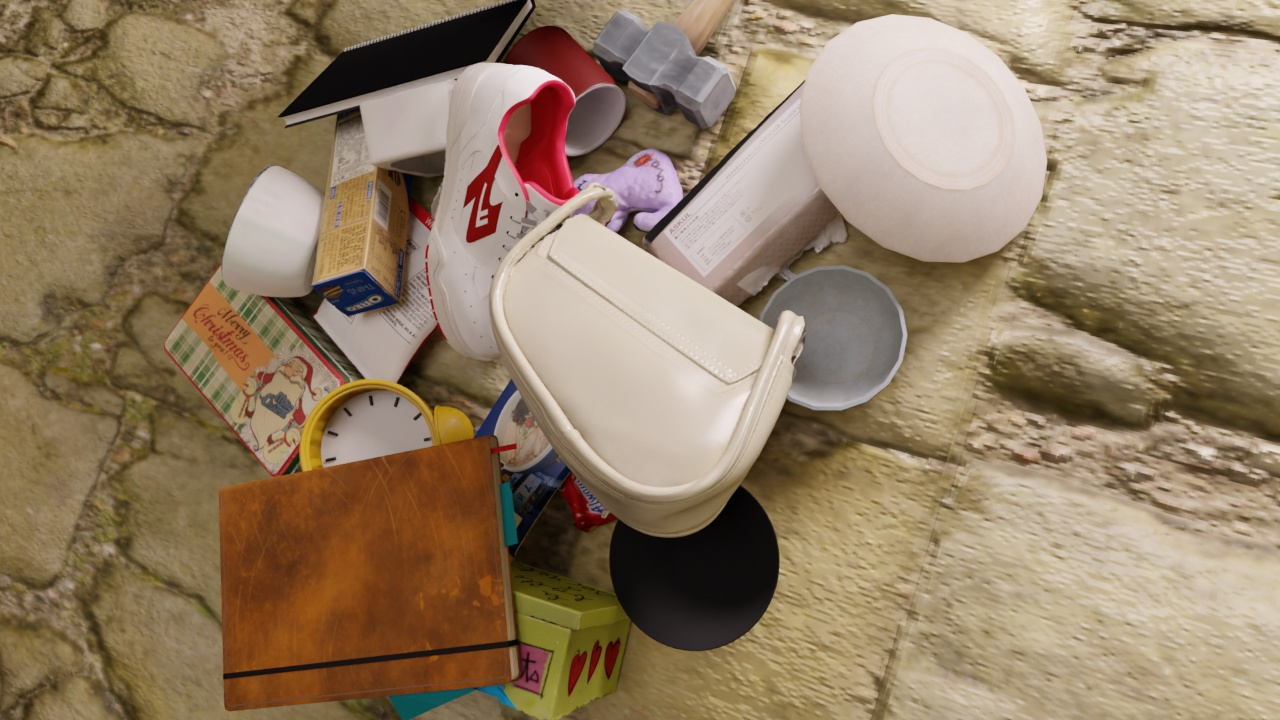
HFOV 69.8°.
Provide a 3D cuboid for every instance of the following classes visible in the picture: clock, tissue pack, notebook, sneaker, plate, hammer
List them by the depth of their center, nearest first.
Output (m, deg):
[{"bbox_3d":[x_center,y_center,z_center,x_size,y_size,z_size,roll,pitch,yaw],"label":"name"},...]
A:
[{"bbox_3d":[0.203,-0.160,0.633,0.188,0.027,0.188,3,76,-12],"label":"plate"},{"bbox_3d":[-0.189,0.158,0.639,0.250,0.014,0.178,-12,76,18],"label":"notebook"},{"bbox_3d":[0.100,-0.114,0.700,0.181,0.071,0.104,-43,53,6],"label":"tissue pack"},{"bbox_3d":[-0.096,-0.109,0.717,0.104,0.090,0.237,17,102,40],"label":"sneaker"},{"bbox_3d":[0.098,-0.345,0.755,0.117,0.051,0.323,37,90,23],"label":"hammer"},{"bbox_3d":[-0.205,0.078,0.759,0.152,0.052,0.113,18,85,0],"label":"clock"},{"bbox_3d":[-0.205,-0.269,0.821,0.207,0.016,0.148,-9,38,19],"label":"notebook"}]

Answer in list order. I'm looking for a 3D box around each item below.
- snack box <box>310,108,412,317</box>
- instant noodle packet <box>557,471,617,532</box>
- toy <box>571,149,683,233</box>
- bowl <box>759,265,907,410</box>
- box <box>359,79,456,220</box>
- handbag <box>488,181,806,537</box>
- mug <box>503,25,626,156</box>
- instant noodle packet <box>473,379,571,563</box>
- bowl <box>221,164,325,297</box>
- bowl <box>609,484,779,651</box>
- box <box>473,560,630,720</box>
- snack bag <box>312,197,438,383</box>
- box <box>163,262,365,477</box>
[{"bbox_3d":[-0.238,-0.140,0.804,0.056,0.057,0.206,-14,58,17],"label":"snack box"},{"bbox_3d":[-0.013,0.064,0.712,0.136,0.039,0.098,-30,74,14],"label":"instant noodle packet"},{"bbox_3d":[-0.014,-0.129,0.753,0.100,0.036,0.080,-25,67,13],"label":"toy"},{"bbox_3d":[0.141,-0.013,0.669,0.106,0.039,0.106,-4,77,20],"label":"bowl"},{"bbox_3d":[-0.164,-0.160,0.787,0.103,0.109,0.130,-6,95,17],"label":"box"},{"bbox_3d":[-0.004,0.004,0.646,0.229,0.132,0.183,37,71,19],"label":"handbag"},{"bbox_3d":[-0.076,-0.216,0.779,0.106,0.073,0.082,-47,67,18],"label":"mug"},{"bbox_3d":[-0.094,0.077,0.710,0.087,0.026,0.134,38,99,19],"label":"instant noodle packet"},{"bbox_3d":[-0.313,-0.107,0.812,0.065,0.116,0.116,22,86,-9],"label":"bowl"},{"bbox_3d":[0.044,0.144,0.665,0.124,0.052,0.124,-4,77,20],"label":"bowl"},{"bbox_3d":[-0.125,0.187,0.683,0.221,0.124,0.082,9,84,24],"label":"box"},{"bbox_3d":[-0.215,-0.058,0.812,0.144,0.039,0.131,-49,62,3],"label":"snack bag"},{"bbox_3d":[-0.345,0.007,0.843,0.205,0.050,0.118,42,94,24],"label":"box"}]
